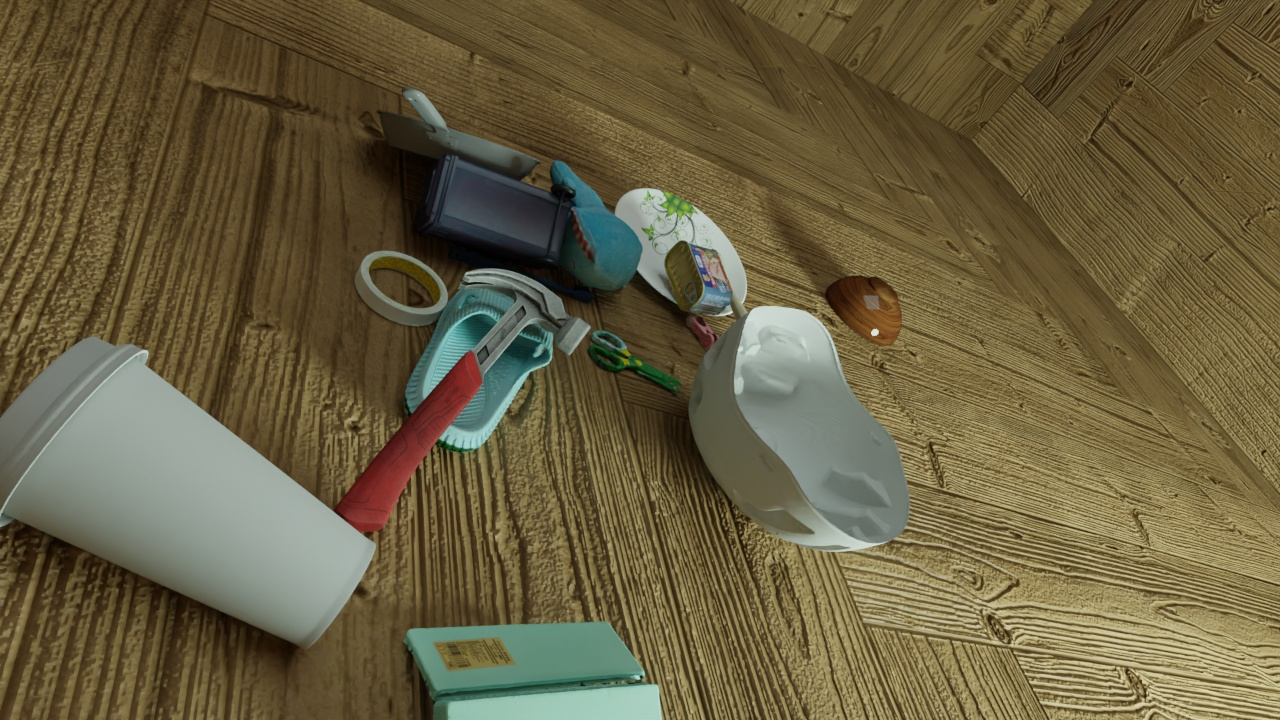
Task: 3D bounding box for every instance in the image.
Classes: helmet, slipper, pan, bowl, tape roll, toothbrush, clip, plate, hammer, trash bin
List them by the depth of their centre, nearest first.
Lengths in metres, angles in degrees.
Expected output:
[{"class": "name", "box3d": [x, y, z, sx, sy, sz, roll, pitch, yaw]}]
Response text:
[{"class": "hammer", "box3d": [-0.166, 0.028, 0.807, 0.126, 0.036, 0.314, 37, 47, -3]}, {"class": "slipper", "box3d": [-0.151, -0.014, 0.912, 0.116, 0.070, 0.275, 34, 33, -11]}, {"class": "tape roll", "box3d": [-0.246, -0.075, 0.946, 0.094, 0.019, 0.093, 26, 33, -19]}, {"class": "helmet", "box3d": [0.175, 0.086, 0.998, 0.223, 0.184, 0.282, -16, 54, -46]}, {"class": "pan", "box3d": [-0.221, -0.252, 1.035, 0.201, 0.051, 0.356, 17, 7, -2]}, {"class": "trash bin", "box3d": [-0.168, -0.167, 1.045, 0.160, 0.092, 0.093, 16, 79, -25]}, {"class": "toothbrush", "box3d": [-0.139, -0.103, 1.093, 0.189, 0.016, 0.017, 16, 30, -30]}, {"class": "clip", "box3d": [0.086, -0.039, 1.233, 0.060, 0.023, 0.044, 41, 33, 16]}, {"class": "plate", "box3d": [0.053, -0.150, 1.316, 0.229, 0.030, 0.228, 23, 44, -25]}, {"class": "bowl", "box3d": [0.399, -0.101, 1.575, 0.147, 0.069, 0.147, 26, 33, -19]}]

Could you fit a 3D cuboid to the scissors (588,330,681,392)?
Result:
[{"class": "scissors", "box3d": [-0.005, 0.002, 1.095, 0.130, 0.014, 0.071, 24, 34, -20]}]

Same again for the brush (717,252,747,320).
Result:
[{"class": "brush", "box3d": [0.147, -0.045, 1.243, 0.077, 0.062, 0.272, 14, 42, -50]}]

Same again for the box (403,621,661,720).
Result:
[{"class": "box", "box3d": [-0.072, 0.248, 0.678, 0.186, 0.057, 0.137, 9, 47, -39]}]

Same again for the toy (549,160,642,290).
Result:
[{"class": "toy", "box3d": [-0.076, -0.164, 1.149, 0.180, 0.115, 0.183, 59, 8, 15]}]

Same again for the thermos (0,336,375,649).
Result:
[{"class": "thermos", "box3d": [-0.289, 0.094, 0.594, 0.222, 0.132, 0.131, 37, 31, -15]}]

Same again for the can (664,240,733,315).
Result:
[{"class": "can", "box3d": [0.079, -0.110, 1.237, 0.059, 0.054, 0.099, 9, 52, -38]}]

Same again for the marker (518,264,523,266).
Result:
[{"class": "marker", "box3d": [-0.197, -0.150, 1.097, 0.132, 0.014, 0.014, 28, 33, -15]}]
